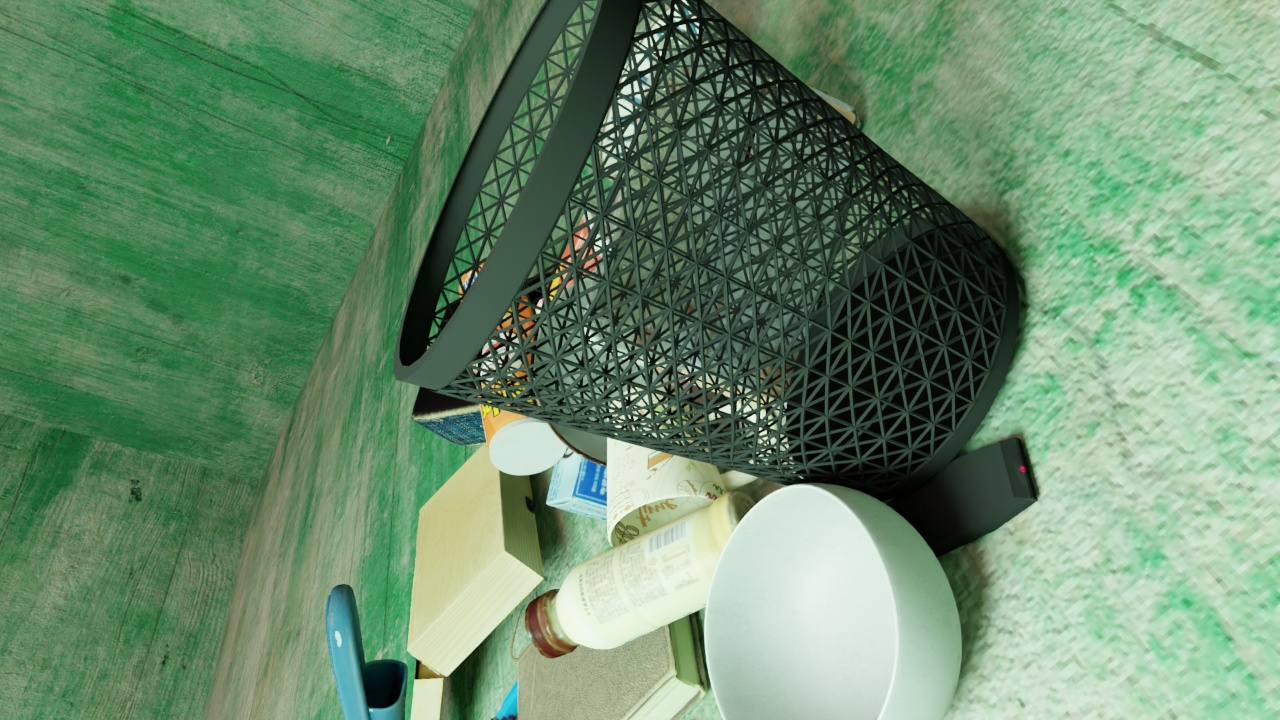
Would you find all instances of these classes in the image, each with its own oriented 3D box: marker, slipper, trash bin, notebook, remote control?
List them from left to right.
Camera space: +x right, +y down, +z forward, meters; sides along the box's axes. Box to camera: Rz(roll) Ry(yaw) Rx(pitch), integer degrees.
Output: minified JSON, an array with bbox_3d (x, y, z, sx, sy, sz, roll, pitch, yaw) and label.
[{"bbox_3d":[-0.239,0.300,0.829,0.104,0.059,0.214,-135,34,-67],"label":"slipper"},{"bbox_3d":[-0.121,0.304,0.746,0.015,0.018,0.122,20,64,36],"label":"marker"},{"bbox_3d":[-0.034,0.208,0.672,0.216,0.034,0.189,-54,28,30],"label":"notebook"},{"bbox_3d":[0.037,-0.045,0.457,0.218,0.243,0.216,-50,26,36],"label":"trash bin"},{"bbox_3d":[0.138,0.079,0.450,0.125,0.010,0.039,-45,34,44],"label":"remote control"}]

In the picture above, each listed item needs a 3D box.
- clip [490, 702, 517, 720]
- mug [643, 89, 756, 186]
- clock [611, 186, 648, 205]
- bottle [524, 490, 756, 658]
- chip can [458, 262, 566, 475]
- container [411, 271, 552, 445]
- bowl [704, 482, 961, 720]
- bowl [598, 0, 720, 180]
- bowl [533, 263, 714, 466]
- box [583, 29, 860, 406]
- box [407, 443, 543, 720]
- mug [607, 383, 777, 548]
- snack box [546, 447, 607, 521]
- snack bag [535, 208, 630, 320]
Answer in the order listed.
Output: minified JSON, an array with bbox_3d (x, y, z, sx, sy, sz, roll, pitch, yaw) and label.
[{"bbox_3d":[-0.108,0.312,0.764,0.035,0.022,0.057,-56,33,21],"label":"clip"},{"bbox_3d":[0.052,-0.170,0.713,0.087,0.114,0.088,-46,51,11],"label":"mug"},{"bbox_3d":[-0.016,-0.112,0.863,0.125,0.051,0.088,-36,42,52],"label":"clock"},{"bbox_3d":[0.003,0.136,0.560,0.162,0.056,0.056,-29,41,22],"label":"bottle"},{"bbox_3d":[-0.114,-0.001,0.794,0.062,0.062,0.210,-54,37,30],"label":"chip can"},{"bbox_3d":[-0.133,0.000,0.918,0.188,0.071,0.145,-11,56,40],"label":"container"},{"bbox_3d":[0.094,0.128,0.430,0.132,0.064,0.131,-32,52,52],"label":"bowl"},{"bbox_3d":[0.035,-0.233,0.828,0.178,0.071,0.177,-44,35,43],"label":"bowl"},{"bbox_3d":[-0.004,0.004,0.698,0.151,0.151,0.056,-66,-17,7],"label":"bowl"},{"bbox_3d":[0.053,-0.090,0.589,0.043,0.148,0.216,150,137,-73],"label":"box"},{"bbox_3d":[-0.179,0.225,0.877,0.247,0.096,0.261,-117,46,-70],"label":"box"},{"bbox_3d":[0.031,0.063,0.602,0.122,0.081,0.097,-23,49,14],"label":"mug"},{"bbox_3d":[-0.022,0.018,0.768,0.059,0.059,0.226,-27,48,61],"label":"snack box"},{"bbox_3d":[-0.050,-0.066,0.780,0.116,0.036,0.077,-60,24,22],"label":"snack bag"}]
